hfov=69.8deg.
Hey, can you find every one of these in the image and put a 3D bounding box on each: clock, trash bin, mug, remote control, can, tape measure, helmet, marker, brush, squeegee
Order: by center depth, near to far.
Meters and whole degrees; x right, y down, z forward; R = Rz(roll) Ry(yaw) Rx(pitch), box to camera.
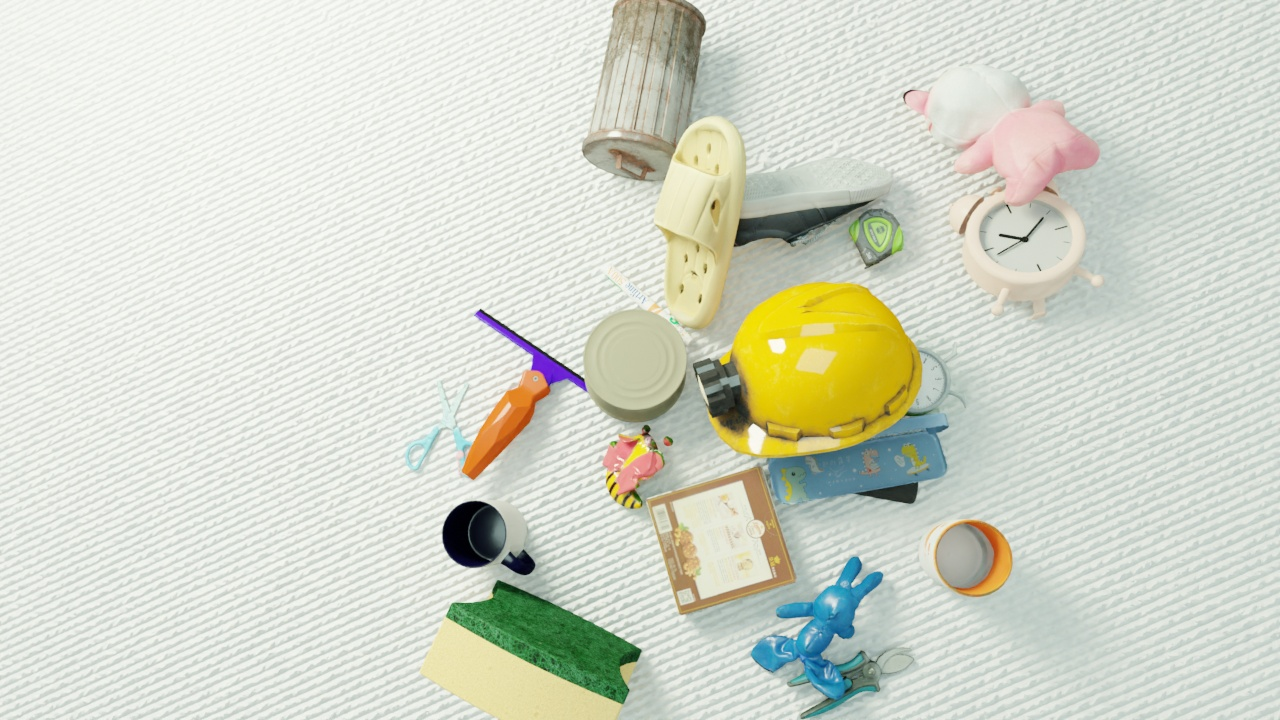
[{"bbox_3d":[-0.108,0.326,0.999,0.195,0.250,0.075,24,85,6],"label":"brush"},{"bbox_3d":[0.361,0.219,1.030,0.082,0.105,0.082,-1,81,7],"label":"mug"},{"bbox_3d":[0.188,-0.012,1.034,0.255,0.131,0.205,-20,46,0],"label":"helmet"},{"bbox_3d":[0.453,-0.135,1.096,0.131,0.086,0.160,-17,70,4],"label":"clock"},{"bbox_3d":[0.319,0.027,1.097,0.119,0.042,0.094,-6,79,6],"label":"clock"},{"bbox_3d":[0.256,0.143,1.101,0.147,0.015,0.033,9,82,9],"label":"remote control"},{"bbox_3d":[-0.173,0.218,1.103,0.112,0.097,0.078,38,87,11],"label":"mug"},{"bbox_3d":[-0.007,0.007,1.117,0.128,0.073,0.127,0,76,0],"label":"can"},{"bbox_3d":[0.292,-0.154,1.134,0.059,0.036,0.065,-22,82,13],"label":"tape measure"},{"bbox_3d":[-0.161,0.068,1.145,0.249,0.055,0.184,33,79,11],"label":"squeegee"},{"bbox_3d":[0.006,-0.332,1.150,0.131,0.131,0.211,9,81,8],"label":"trash bin"},{"bbox_3d":[0.010,-0.070,1.165,0.145,0.017,0.017,42,88,12],"label":"marker"}]

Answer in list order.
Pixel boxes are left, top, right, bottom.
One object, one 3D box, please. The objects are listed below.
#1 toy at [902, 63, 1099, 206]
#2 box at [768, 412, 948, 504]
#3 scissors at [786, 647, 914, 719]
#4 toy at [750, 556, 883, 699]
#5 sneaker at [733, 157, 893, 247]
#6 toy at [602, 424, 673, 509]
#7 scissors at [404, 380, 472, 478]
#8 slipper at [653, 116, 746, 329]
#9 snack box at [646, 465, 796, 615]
[{"bbox_3d":[0.428,-0.283,1.093,0.142,0.084,0.213,-30,56,-5],"label":"toy"},{"bbox_3d":[0.256,0.118,1.069,0.210,0.072,0.079,-9,79,-1],"label":"box"},{"bbox_3d":[0.242,0.374,1.066,0.131,0.019,0.149,22,83,8],"label":"scissors"},{"bbox_3d":[0.217,0.308,1.056,0.113,0.071,0.176,38,88,22],"label":"toy"},{"bbox_3d":[0.200,-0.187,1.126,0.235,0.087,0.089,-12,39,-12],"label":"sneaker"},{"bbox_3d":[-0.008,0.129,1.120,0.084,0.046,0.103,26,94,28],"label":"toy"},{"bbox_3d":[-0.259,0.093,1.180,0.120,0.015,0.138,-19,73,3],"label":"scissors"},{"bbox_3d":[0.053,-0.155,1.080,0.111,0.079,0.262,36,131,44],"label":"slipper"},{"bbox_3d":[0.096,0.214,1.097,0.147,0.041,0.143,-18,79,5],"label":"snack box"}]
